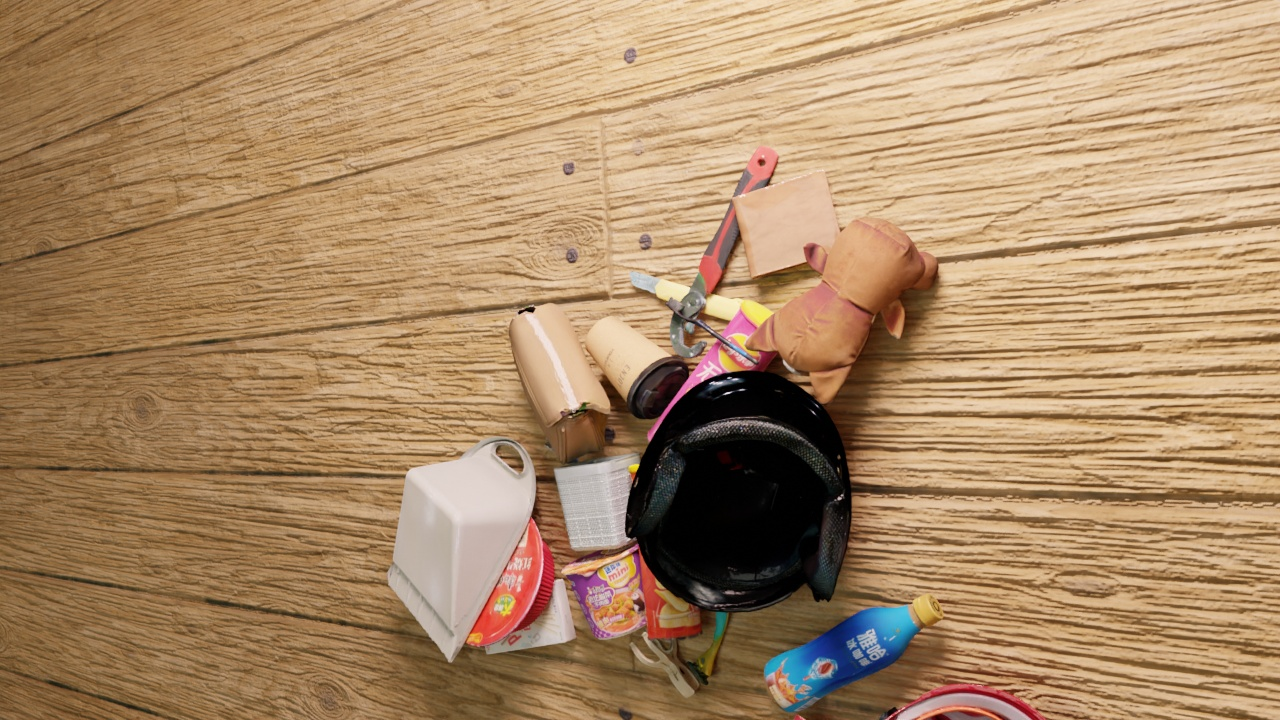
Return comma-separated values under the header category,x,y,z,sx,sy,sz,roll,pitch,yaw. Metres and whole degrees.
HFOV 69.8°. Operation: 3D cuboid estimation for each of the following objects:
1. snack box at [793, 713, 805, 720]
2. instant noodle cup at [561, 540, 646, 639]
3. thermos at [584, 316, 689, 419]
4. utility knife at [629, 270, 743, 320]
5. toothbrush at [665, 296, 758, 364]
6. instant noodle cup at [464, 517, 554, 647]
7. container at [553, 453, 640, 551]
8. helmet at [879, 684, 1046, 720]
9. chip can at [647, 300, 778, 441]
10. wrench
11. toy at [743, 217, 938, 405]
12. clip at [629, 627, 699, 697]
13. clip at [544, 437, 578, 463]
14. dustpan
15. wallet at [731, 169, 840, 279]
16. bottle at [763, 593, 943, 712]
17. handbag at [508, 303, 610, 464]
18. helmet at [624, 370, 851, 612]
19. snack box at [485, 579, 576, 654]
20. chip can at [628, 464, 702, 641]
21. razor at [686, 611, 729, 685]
category,x,y,z,sx,sy,sz,roll,pitch,yaw
snack box,0.208,0.481,1.050,0.113,0.044,0.127,31,108,30
instant noodle cup,-0.035,0.297,1.179,0.112,0.111,0.099,-18,89,33
thermos,-0.007,0.007,1.163,0.143,0.093,0.093,44,113,35
utility knife,0.063,-0.081,1.154,0.196,0.020,0.031,19,96,25
toothbrush,0.082,-0.036,1.073,0.016,0.014,0.189,-53,40,1
instant noodle cup,-0.186,0.302,1.272,0.194,0.065,0.193,-22,54,34
container,-0.048,0.185,1.192,0.090,0.089,0.111,-11,87,34
helmet,0.324,0.434,0.918,0.207,0.144,0.240,33,94,25
chip can,0.092,0.030,1.105,0.071,0.071,0.211,46,114,25
wrench,0.099,-0.132,1.121,0.056,0.016,0.273,27,100,27
toy,0.218,-0.058,0.996,0.140,0.130,0.199,36,88,30
clip,0.026,0.379,1.159,0.035,0.092,0.103,-43,57,26
clip,-0.110,0.123,1.270,0.058,0.026,0.039,29,114,30
dustpan,-0.244,0.243,1.305,0.223,0.142,0.258,29,117,48
wallet,0.172,-0.158,1.070,0.115,0.020,0.101,-14,86,21
bottle,0.235,0.319,1.017,0.219,0.065,0.065,-40,69,28
handbag,-0.105,0.025,1.200,0.099,0.148,0.204,-23,69,-12
helmet,0.110,0.146,1.006,0.233,0.229,0.275,19,129,2
snack box,-0.166,0.367,1.310,0.157,0.026,0.084,-19,80,32
chip can,0.032,0.234,1.142,0.073,0.073,0.216,-11,82,33
razor,0.091,0.333,1.136,0.043,0.028,0.132,-139,61,-68
